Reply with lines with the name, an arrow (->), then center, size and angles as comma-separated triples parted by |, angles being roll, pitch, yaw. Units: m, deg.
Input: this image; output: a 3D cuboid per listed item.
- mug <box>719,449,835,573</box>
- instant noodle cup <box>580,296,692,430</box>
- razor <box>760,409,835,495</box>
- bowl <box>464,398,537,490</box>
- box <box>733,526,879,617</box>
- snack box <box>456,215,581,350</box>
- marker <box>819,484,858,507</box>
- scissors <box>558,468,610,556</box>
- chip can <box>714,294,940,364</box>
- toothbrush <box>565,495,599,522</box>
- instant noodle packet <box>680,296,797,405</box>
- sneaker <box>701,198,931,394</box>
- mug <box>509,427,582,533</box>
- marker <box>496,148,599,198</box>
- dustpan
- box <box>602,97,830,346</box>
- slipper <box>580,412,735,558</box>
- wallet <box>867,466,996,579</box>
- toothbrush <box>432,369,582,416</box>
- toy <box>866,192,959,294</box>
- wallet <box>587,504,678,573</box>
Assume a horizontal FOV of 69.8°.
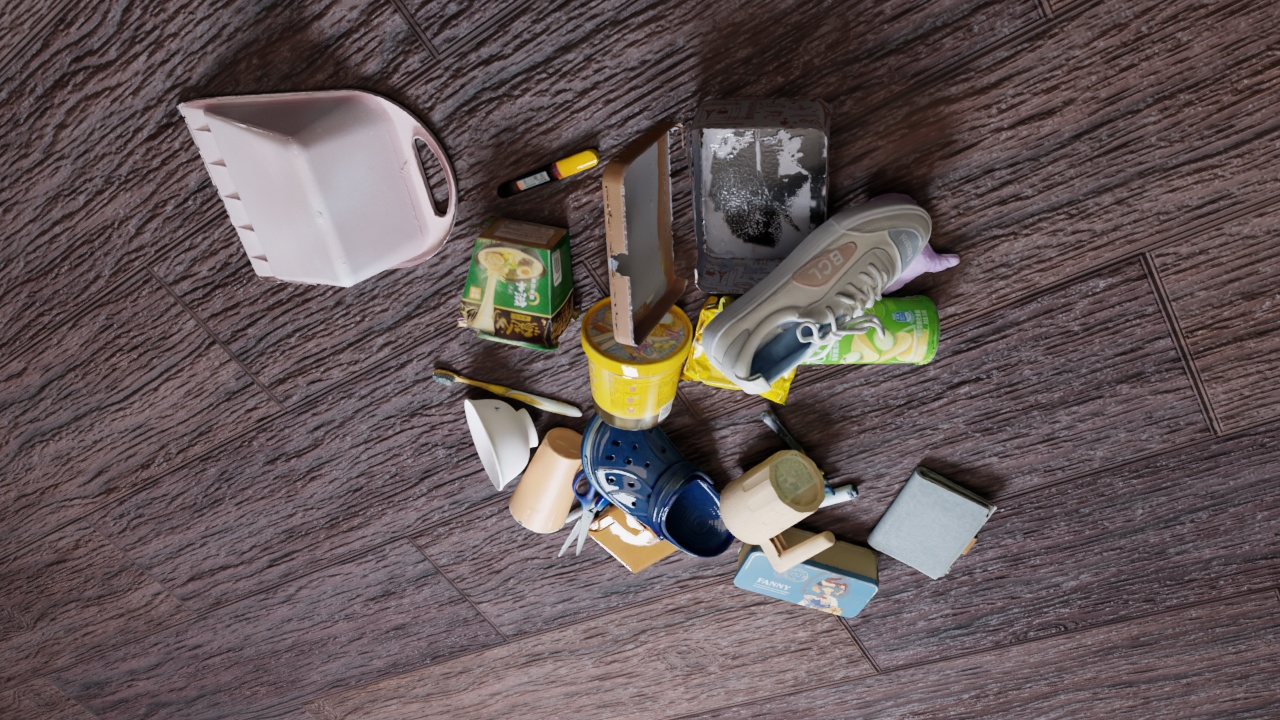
mug -> 0.164, 0.177, 1.072 | 0.124, 0.084, 0.104 | 61, 142, 14
instant noodle cup -> -0.006, 0.006, 1.005 | 0.118, 0.118, 0.115 | 9, 133, 7
razor -> 0.182, 0.108, 1.087 | 0.043, 0.022, 0.143 | -14, 123, 41
bowl -> -0.164, 0.092, 1.122 | 0.064, 0.118, 0.118 | -20, 126, -18
box -> 0.203, 0.261, 1.159 | 0.184, 0.059, 0.090 | 14, 133, -4
snack box -> -0.124, -0.087, 0.972 | 0.117, 0.118, 0.106 | 11, 117, 6
marker -> 0.205, 0.177, 1.132 | 0.131, 0.018, 0.022 | -22, 150, 27
scissors -> -0.056, 0.191, 1.168 | 0.140, 0.012, 0.171 | -20, 136, -8
chip can -> 0.189, -0.030, 0.928 | 0.221, 0.072, 0.073 | -1, 126, -4
toothbrush -> -0.041, 0.169, 1.188 | 0.181, 0.016, 0.016 | -35, 103, 31
instant noodle packet -> 0.118, -0.010, 1.005 | 0.128, 0.044, 0.111 | 15, 125, 0
sneaker -> 0.173, -0.056, 0.827 | 0.242, 0.090, 0.089 | -36, 130, -1
mug -> -0.110, 0.147, 1.156 | 0.078, 0.078, 0.123 | 24, 121, -4
marker -> -0.097, -0.192, 0.945 | 0.124, 0.015, 0.018 | -15, 119, 26
dustpan -> -0.339, -0.189, 1.008 | 0.274, 0.138, 0.223 | 19, 134, 35
box -> 0.089, -0.127, 0.843 | 0.157, 0.226, 0.180 | 13, 127, 24
slipper -> 0.028, 0.157, 1.097 | 0.105, 0.095, 0.253 | -47, 114, -10
wallet -> 0.350, 0.196, 1.102 | 0.106, 0.036, 0.130 | 27, 126, 7
toothbrush -> -0.164, 0.042, 1.124 | 0.191, 0.018, 0.016 | 16, 129, 2
toy -> 0.254, -0.118, 0.898 | 0.084, 0.038, 0.108 | -23, 119, 26
wallet -> 0.005, 0.221, 1.206 | 0.132, 0.031, 0.108 | -35, 112, 30
